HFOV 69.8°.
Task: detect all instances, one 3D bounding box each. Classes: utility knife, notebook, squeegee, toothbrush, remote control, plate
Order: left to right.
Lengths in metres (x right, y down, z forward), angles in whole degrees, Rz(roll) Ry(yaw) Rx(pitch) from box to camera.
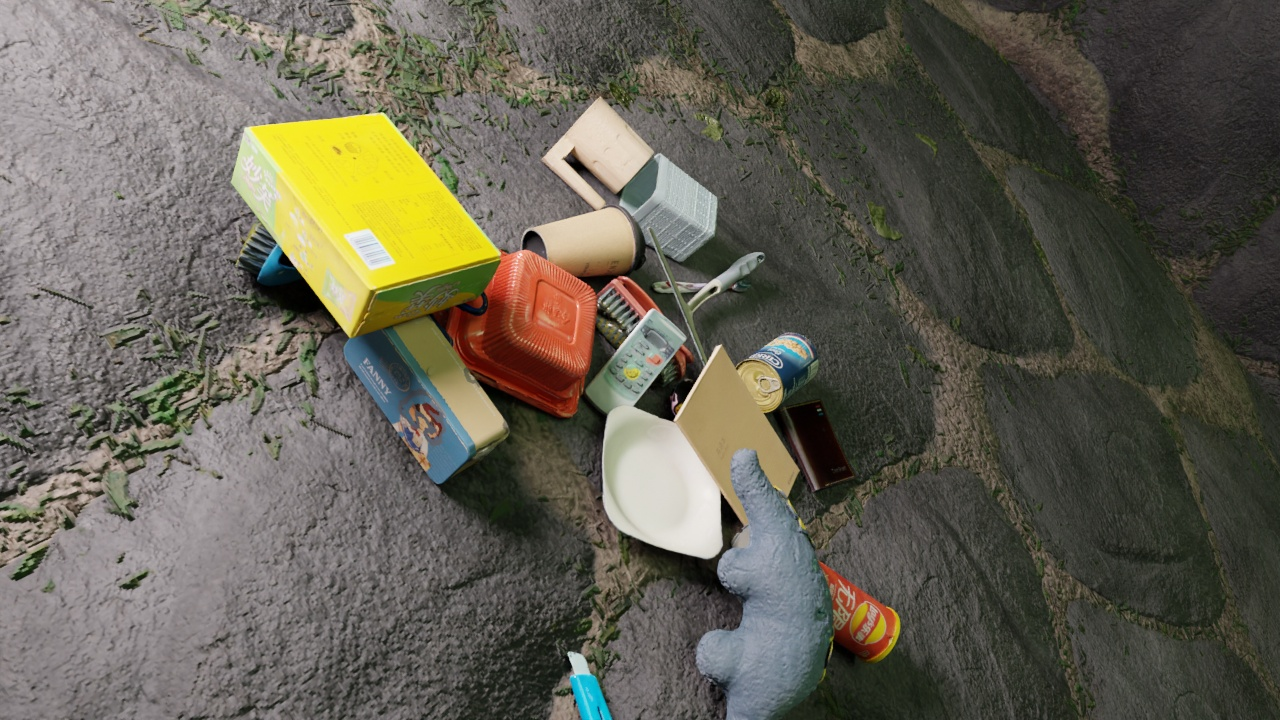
[{"bbox_3d":[-0.035,0.352,0.859,0.034,0.018,0.166,-6,65,-41],"label":"utility knife"},{"bbox_3d":[-0.006,0.006,1.069,0.056,0.019,0.135,41,76,-7],"label":"remote control"},{"bbox_3d":[0.020,0.140,1.036,0.163,0.034,0.164,23,50,-27],"label":"plate"},{"bbox_3d":[0.088,-0.103,1.271,0.187,0.017,0.016,-4,68,-42],"label":"toothbrush"},{"bbox_3d":[0.104,-0.099,1.247,0.245,0.039,0.246,-40,111,-48],"label":"squeegee"},{"bbox_3d":[0.121,0.107,1.112,0.211,0.012,0.149,57,40,-21],"label":"notebook"}]

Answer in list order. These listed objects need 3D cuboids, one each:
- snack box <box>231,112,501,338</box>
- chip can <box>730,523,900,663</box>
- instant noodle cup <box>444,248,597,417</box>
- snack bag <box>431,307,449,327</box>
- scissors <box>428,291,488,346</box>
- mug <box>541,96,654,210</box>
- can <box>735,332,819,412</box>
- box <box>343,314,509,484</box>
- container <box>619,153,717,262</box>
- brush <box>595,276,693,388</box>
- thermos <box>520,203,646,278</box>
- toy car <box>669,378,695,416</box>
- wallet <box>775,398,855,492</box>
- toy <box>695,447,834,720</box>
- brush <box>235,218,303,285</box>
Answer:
[{"bbox_3d":[-0.257,-0.134,0.868,0.210,0.070,0.157,49,40,14],"label":"snack box"},{"bbox_3d":[0.203,0.270,1.071,0.216,0.073,0.073,37,45,-14],"label":"chip can"},{"bbox_3d":[-0.115,-0.039,1.001,0.188,0.079,0.164,29,53,-37],"label":"instant noodle cup"},{"bbox_3d":[-0.195,-0.064,1.004,0.045,0.026,0.105,51,42,3],"label":"snack bag"},{"bbox_3d":[-0.229,-0.081,0.944,0.146,0.012,0.169,-18,71,-5],"label":"scissors"},{"bbox_3d":[-0.056,-0.275,1.234,0.103,0.084,0.124,42,68,-11],"label":"mug"},{"bbox_3d":[0.183,0.014,1.227,0.110,0.076,0.075,-30,83,-47],"label":"can"},{"bbox_3d":[-0.211,0.025,0.887,0.184,0.090,0.059,51,43,4],"label":"box"},{"bbox_3d":[0.041,-0.203,1.250,0.111,0.090,0.090,29,48,-25],"label":"container"},{"bbox_3d":[0.005,-0.034,1.122,0.146,0.063,0.069,49,56,-4],"label":"brush"},{"bbox_3d":[-0.069,-0.139,1.120,0.143,0.093,0.093,-15,72,-36],"label":"thermos"},{"bbox_3d":[0.081,0.077,1.127,0.122,0.037,0.056,46,41,-9],"label":"toy car"},{"bbox_3d":[0.239,0.114,1.249,0.096,0.020,0.122,-8,70,-43],"label":"wallet"},{"bbox_3d":[0.135,0.276,0.958,0.137,0.092,0.355,14,74,-22],"label":"toy"},{"bbox_3d":[-0.338,-0.127,0.907,0.073,0.055,0.143,29,46,-18],"label":"brush"}]
